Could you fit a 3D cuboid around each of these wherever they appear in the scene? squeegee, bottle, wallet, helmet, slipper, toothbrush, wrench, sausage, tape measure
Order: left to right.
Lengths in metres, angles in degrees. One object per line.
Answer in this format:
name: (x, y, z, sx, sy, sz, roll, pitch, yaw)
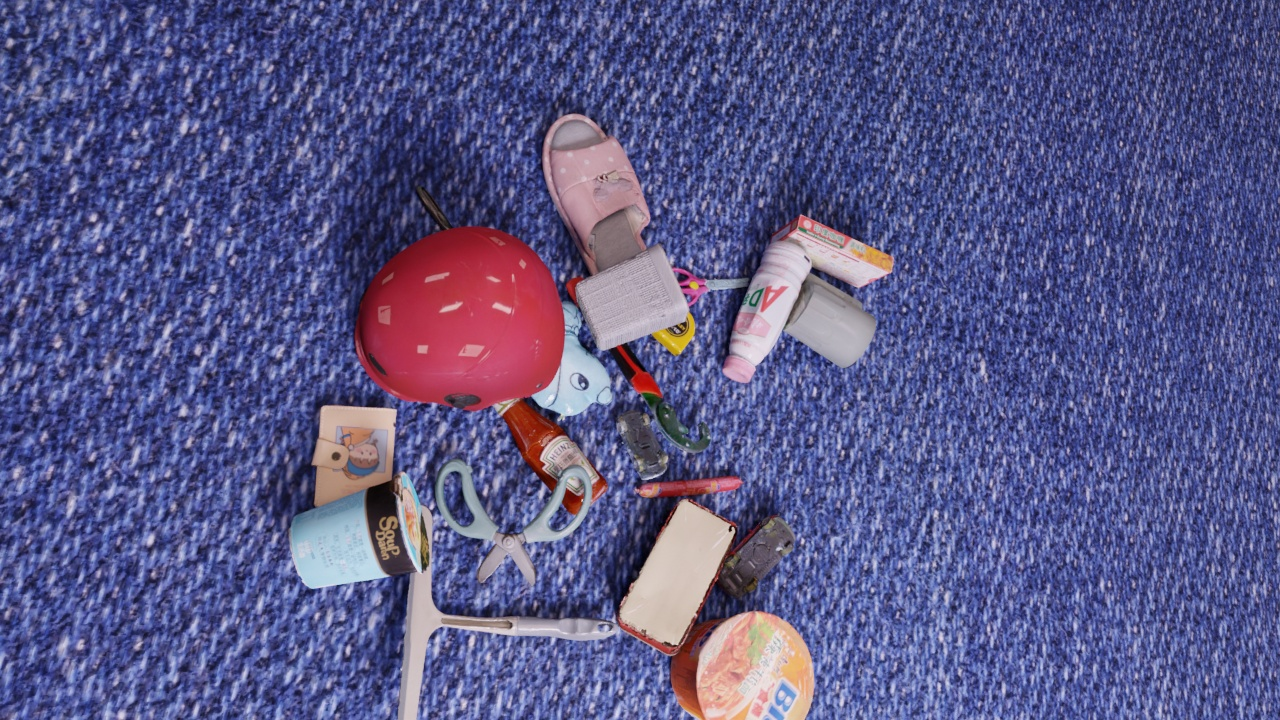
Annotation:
wallet: (-0.318, 0.107, 1.015, 0.087, 0.024, 0.115, 7, 77, -26)
helmet: (-0.200, -0.056, 1.013, 0.239, 0.144, 0.206, -11, 73, -12)
toothbrush: (-0.217, -0.138, 1.115, 0.015, 0.018, 0.181, -36, 92, -22)
squeegee: (-0.145, 0.296, 1.033, 0.246, 0.039, 0.246, 10, 60, -22)
bottle: (-0.122, 0.089, 1.079, 0.059, 0.060, 0.206, -40, 89, -25)
slipper: (-0.045, -0.191, 1.175, 0.114, 0.055, 0.274, -19, 87, -25)
wrench: (-0.007, 0.007, 1.154, 0.056, 0.016, 0.273, -36, 87, -35)
tape measure: (0.041, -0.043, 1.191, 0.060, 0.029, 0.057, 42, 67, -9)
sausage: (0.063, 0.160, 1.160, 0.155, 0.020, 0.020, -2, 79, -22)
bottle: (0.165, -0.064, 1.228, 0.068, 0.068, 0.196, 30, 71, -14)

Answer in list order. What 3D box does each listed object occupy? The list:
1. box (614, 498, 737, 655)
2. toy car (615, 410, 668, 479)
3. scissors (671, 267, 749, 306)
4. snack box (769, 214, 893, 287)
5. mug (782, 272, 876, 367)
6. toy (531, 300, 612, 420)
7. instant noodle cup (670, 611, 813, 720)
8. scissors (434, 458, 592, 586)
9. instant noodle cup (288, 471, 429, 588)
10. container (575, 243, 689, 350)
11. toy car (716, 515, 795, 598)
box: (0.042, 0.252, 1.084, 0.091, 0.080, 0.168, 26, 67, 11)
toy car: (0.000, 0.105, 1.138, 0.042, 0.034, 0.090, -17, 71, -26)
scissors: (0.092, -0.105, 1.236, 0.135, 0.017, 0.063, -11, 70, -28)
snack box: (0.266, -0.150, 1.281, 0.155, 0.077, 0.027, 21, 70, -17)
mug: (0.258, -0.063, 1.265, 0.103, 0.084, 0.123, 29, 42, -13)
toy: (-0.103, -0.003, 1.113, 0.161, 0.050, 0.156, 18, 67, -16)
instant noodle cup: (0.111, 0.370, 1.080, 0.151, 0.112, 0.151, 5, 76, -21)
scissors: (-0.146, 0.159, 1.032, 0.170, 0.019, 0.173, 44, 84, 8)
instant noodle cup: (-0.294, 0.183, 0.957, 0.120, 0.111, 0.111, -14, 83, -4)
container: (-0.013, -0.072, 1.108, 0.114, 0.090, 0.090, -23, 82, -5)
toy car: (0.143, 0.246, 1.158, 0.120, 0.045, 0.053, -38, 95, -19)
